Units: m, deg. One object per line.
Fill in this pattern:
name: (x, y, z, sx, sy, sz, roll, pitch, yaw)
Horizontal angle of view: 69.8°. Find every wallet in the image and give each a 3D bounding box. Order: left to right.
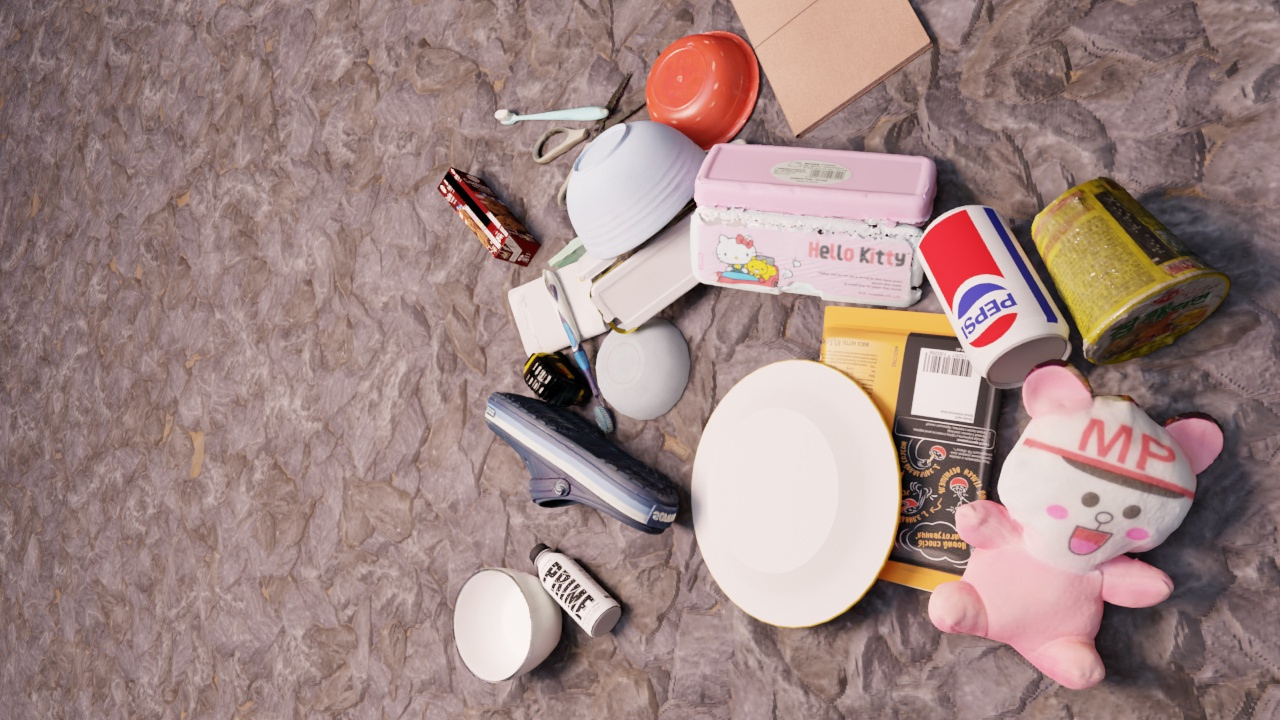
wallet: (-0.085, -0.055, 0.995, 0.116, 0.032, 0.086, -15, 85, 32)

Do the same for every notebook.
notebook: (0.166, -0.332, 0.861, 0.142, 0.008, 0.209, -32, 66, 29)

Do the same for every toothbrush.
toothbrush: (-0.102, -0.278, 1.039, 0.181, 0.016, 0.016, 11, 79, 41)
toothbrush: (-0.067, -0.011, 0.958, 0.016, 0.017, 0.189, -27, 80, 27)

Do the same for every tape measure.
tape measure: (-0.091, 0.022, 0.965, 0.067, 0.062, 0.038, 47, 110, 30)

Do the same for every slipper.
slipper: (-0.075, 0.110, 0.912, 0.253, 0.105, 0.095, 28, 99, 36)

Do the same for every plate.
plate: (0.119, 0.112, 0.791, 0.230, 0.021, 0.229, -14, 72, 47)

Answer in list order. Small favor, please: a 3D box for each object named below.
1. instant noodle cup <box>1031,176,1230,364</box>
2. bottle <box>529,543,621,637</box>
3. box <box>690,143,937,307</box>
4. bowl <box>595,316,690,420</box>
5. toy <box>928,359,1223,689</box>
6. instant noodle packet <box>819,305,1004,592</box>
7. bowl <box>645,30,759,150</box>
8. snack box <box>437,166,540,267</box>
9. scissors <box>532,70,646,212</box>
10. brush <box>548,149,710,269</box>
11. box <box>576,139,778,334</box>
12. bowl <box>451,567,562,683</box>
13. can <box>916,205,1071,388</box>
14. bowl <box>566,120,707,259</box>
instant noodle cup: (0.335, -0.067, 0.649, 0.102, 0.102, 0.108, -38, 54, 26)
bottle: (-0.071, 0.229, 0.932, 0.116, 0.041, 0.041, 37, 105, 34)
box: (0.148, -0.117, 0.799, 0.202, 0.103, 0.100, 8, 44, 18)
bowl: (-0.005, 0.005, 0.918, 0.106, 0.039, 0.106, -6, 79, 36)
toy: (0.300, 0.115, 0.645, 0.142, 0.084, 0.213, 23, 102, 15)
instant noodle packet: (0.210, 0.069, 0.753, 0.160, 0.032, 0.220, 8, 88, 35)
bowl: (0.052, -0.273, 0.914, 0.131, 0.045, 0.130, -7, 79, 36)
snack box: (-0.177, -0.167, 1.063, 0.032, 0.051, 0.141, -53, 57, 18)
scissors: (-0.061, -0.239, 1.012, 0.158, 0.012, 0.169, 8, 83, 38)
brush: (-0.009, -0.154, 0.951, 0.218, 0.033, 0.012, -33, 65, 27)
box: (0.038, -0.120, 0.894, 0.210, 0.080, 0.084, -35, 105, 14)
bowl: (-0.133, 0.272, 0.955, 0.117, 0.065, 0.116, -6, 80, 36)
can: (0.263, -0.050, 0.690, 0.070, 0.070, 0.132, -35, 49, 27)
bowl: (-0.017, -0.176, 0.878, 0.151, 0.075, 0.150, -33, 30, 21)
